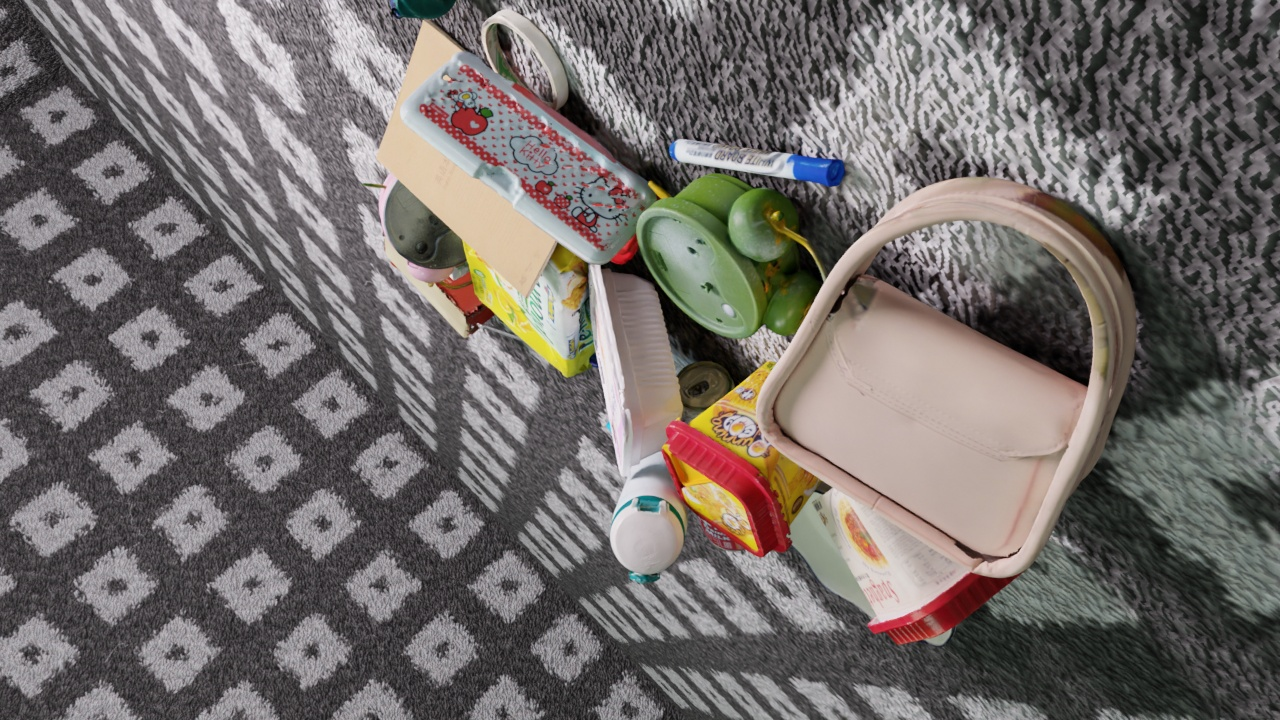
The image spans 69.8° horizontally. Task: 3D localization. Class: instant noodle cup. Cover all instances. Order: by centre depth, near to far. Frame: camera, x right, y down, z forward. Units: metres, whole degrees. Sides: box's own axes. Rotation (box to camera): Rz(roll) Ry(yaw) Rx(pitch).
[{"bbox_3d":[0.203,0.131,0.690,0.124,0.116,0.116,55,162,13],"label":"instant noodle cup"},{"bbox_3d":[0.100,0.076,0.756,0.116,0.123,0.116,30,154,39],"label":"instant noodle cup"},{"bbox_3d":[-0.005,0.005,0.837,0.138,0.060,0.173,95,163,-64],"label":"instant noodle cup"}]

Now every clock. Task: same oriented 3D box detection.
[{"bbox_3d":[0.068,-0.072,0.643,0.161,0.056,0.116,24,151,47],"label":"clock"},{"bbox_3d":[-0.214,-0.146,0.986,0.060,0.117,0.158,37,158,54],"label":"clock"}]

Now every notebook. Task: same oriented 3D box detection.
[{"bbox_3d":[-0.143,-0.176,0.813,0.211,0.012,0.150,42,125,14],"label":"notebook"}]

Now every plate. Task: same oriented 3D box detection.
[{"bbox_3d":[0.206,0.174,0.843,0.205,0.045,0.205,40,160,18],"label":"plate"}]

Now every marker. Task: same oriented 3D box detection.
[{"bbox_3d":[0.070,-0.129,0.590,0.146,0.016,0.017,23,149,48],"label":"marker"}]

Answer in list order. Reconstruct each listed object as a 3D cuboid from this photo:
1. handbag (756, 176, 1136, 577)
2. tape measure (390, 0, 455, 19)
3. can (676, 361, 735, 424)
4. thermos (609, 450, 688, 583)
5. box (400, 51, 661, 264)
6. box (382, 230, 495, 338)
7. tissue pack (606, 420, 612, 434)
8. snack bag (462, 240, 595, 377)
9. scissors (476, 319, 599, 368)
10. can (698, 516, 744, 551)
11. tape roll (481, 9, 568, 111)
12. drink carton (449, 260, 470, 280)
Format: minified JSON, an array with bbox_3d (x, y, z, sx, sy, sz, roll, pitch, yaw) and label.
[{"bbox_3d":[0.179,0.001,0.524,0.193,0.093,0.235,30,144,20],"label":"handbag"},{"bbox_3d":[-0.166,-0.291,0.702,0.025,0.054,0.058,29,121,47],"label":"tape measure"},{"bbox_3d":[0.068,0.065,0.894,0.058,0.058,0.147,34,157,31],"label":"can"},{"bbox_3d":[0.011,0.138,0.839,0.073,0.073,0.224,47,-173,-1],"label":"thermos"},{"bbox_3d":[-0.088,-0.147,0.707,0.201,0.097,0.095,37,132,6],"label":"box"},{"bbox_3d":[-0.269,-0.110,1.213,0.168,0.077,0.091,46,159,4],"label":"box"},{"bbox_3d":[0.025,0.099,1.026,0.090,0.063,0.140,56,167,-29],"label":"tissue pack"},{"bbox_3d":[-0.108,-0.094,0.933,0.158,0.068,0.247,41,158,17],"label":"snack bag"},{"bbox_3d":[-0.114,-0.015,1.097,0.174,0.012,0.162,17,170,12],"label":"scissors"},{"bbox_3d":[0.085,0.135,0.883,0.066,0.066,0.094,34,159,32],"label":"can"},{"bbox_3d":[-0.091,-0.232,0.719,0.086,0.013,0.086,40,158,19],"label":"tape roll"},{"bbox_3d":[-0.226,-0.152,1.092,0.053,0.045,0.123,47,160,16],"label":"drink carton"}]
